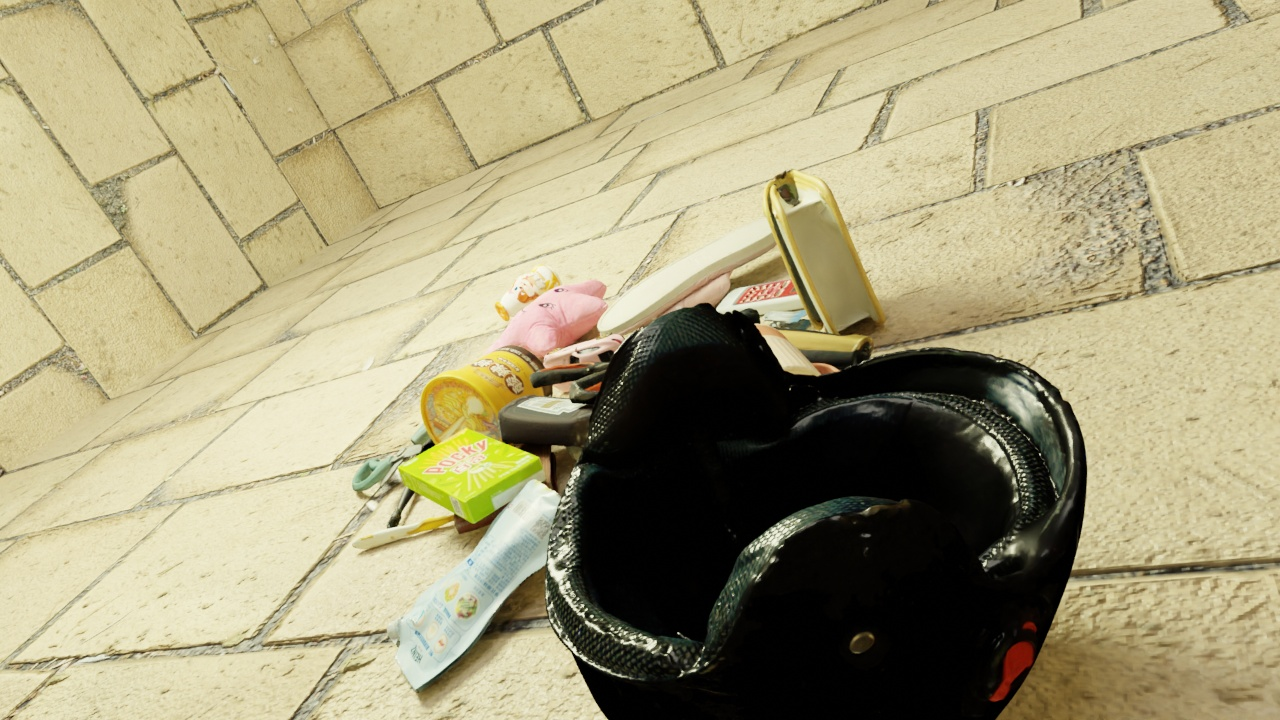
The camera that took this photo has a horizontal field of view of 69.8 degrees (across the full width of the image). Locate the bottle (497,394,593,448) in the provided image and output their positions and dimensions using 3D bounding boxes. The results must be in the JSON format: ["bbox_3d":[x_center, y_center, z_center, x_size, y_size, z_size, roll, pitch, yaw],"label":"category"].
[{"bbox_3d":[-0.047,0.063,0.923,0.195,0.044,0.079,1,15,30],"label":"bottle"}]

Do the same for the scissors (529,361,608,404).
[{"bbox_3d":[-0.017,0.005,0.998,0.228,0.022,0.220,-4,14,21],"label":"scissors"}]

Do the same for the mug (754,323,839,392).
[{"bbox_3d":[0.130,0.022,0.819,0.114,0.082,0.106,0,21,-12],"label":"mug"}]

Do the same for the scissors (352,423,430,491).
[{"bbox_3d":[-0.285,0.098,1.130,0.172,0.019,0.169,-22,26,49],"label":"scissors"}]

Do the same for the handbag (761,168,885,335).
[{"bbox_3d":[0.172,-0.113,0.944,0.063,0.163,0.178,-26,20,4],"label":"handbag"}]

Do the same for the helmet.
[{"bbox_3d":[0.089,0.102,0.476,0.274,0.230,0.233,-20,30,-8],"label":"helmet"}]

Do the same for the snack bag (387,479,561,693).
[{"bbox_3d":[-0.135,0.185,0.776,0.190,0.039,0.110,-47,37,-15],"label":"snack bag"}]

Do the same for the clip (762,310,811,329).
[{"bbox_3d":[0.159,-0.042,0.998,0.058,0.036,0.025,6,40,48],"label":"clip"}]

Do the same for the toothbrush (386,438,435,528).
[{"bbox_3d":[-0.260,0.130,1.073,0.212,0.026,0.027,-82,18,-64],"label":"toothbrush"}]

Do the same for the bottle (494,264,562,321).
[{"bbox_3d":[-0.179,-0.104,1.457,0.108,0.063,0.063,-36,24,-21],"label":"bottle"}]

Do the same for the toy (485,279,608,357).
[{"bbox_3d":[-0.107,-0.061,1.261,0.179,0.074,0.194,-10,26,36],"label":"toy"}]

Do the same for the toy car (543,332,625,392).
[{"bbox_3d":[-0.064,0.005,1.093,0.123,0.056,0.037,-16,17,27],"label":"toy car"}]

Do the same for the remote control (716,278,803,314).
[{"bbox_3d":[0.153,-0.074,1.070,0.136,0.020,0.055,-7,30,40],"label":"remote control"}]

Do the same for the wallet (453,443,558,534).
[{"bbox_3d":[-0.134,0.124,0.917,0.101,0.032,0.124,-16,20,-2],"label":"wallet"}]

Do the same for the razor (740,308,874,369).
[{"bbox_3d":[0.149,-0.017,0.898,0.168,0.067,0.062,5,-2,43],"label":"razor"}]

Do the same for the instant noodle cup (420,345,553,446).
[{"bbox_3d":[-0.169,0.047,1.048,0.119,0.118,0.114,-10,19,36],"label":"instant noodle cup"}]

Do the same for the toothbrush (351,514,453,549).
[{"bbox_3d":[-0.224,0.169,0.960,0.192,0.016,0.018,-19,27,19],"label":"toothbrush"}]

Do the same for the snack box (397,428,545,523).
[{"bbox_3d":[-0.168,0.110,0.899,0.085,0.026,0.157,-30,23,-30],"label":"snack box"}]

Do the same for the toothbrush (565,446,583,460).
[{"bbox_3d":[-0.056,0.096,0.900,0.016,0.016,0.180,-31,12,-8],"label":"toothbrush"}]

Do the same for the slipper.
[{"bbox_3d":[0.070,-0.095,1.166,0.274,0.054,0.114,-32,22,-5],"label":"slipper"}]
